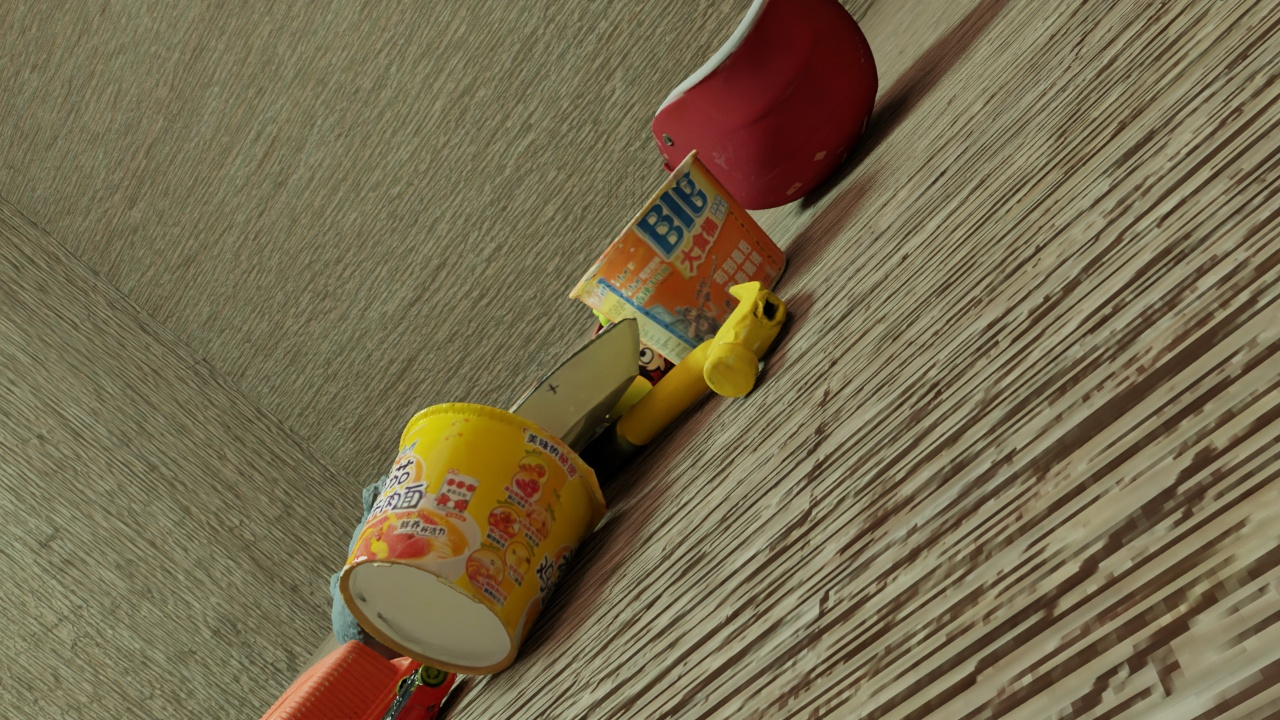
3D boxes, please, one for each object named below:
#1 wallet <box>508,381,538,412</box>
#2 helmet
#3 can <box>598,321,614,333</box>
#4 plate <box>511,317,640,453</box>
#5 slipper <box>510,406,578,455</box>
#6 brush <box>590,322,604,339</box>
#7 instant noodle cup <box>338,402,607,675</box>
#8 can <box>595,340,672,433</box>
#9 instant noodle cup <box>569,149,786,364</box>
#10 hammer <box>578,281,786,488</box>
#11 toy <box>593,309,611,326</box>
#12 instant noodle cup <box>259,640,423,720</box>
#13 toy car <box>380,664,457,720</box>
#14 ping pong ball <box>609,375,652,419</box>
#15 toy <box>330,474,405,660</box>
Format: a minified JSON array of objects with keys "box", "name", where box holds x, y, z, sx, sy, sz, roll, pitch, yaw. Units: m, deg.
[{"box":[-0.119,0.085,0.937,0.131,0.119,0.035,-49,50,7],"name":"wallet"},{"box":[0.130,-0.220,0.838,0.207,0.144,0.240,-48,-8,8],"name":"helmet"},{"box":[-0.030,0.008,0.905,0.094,0.066,0.066,-43,9,48],"name":"can"},{"box":[-0.074,0.064,0.682,0.161,0.034,0.267,-39,-8,-39],"name":"plate"},{"box":[-0.112,0.116,0.853,0.082,0.092,0.190,16,52,44],"name":"slipper"},{"box":[-0.036,0.000,1.038,0.069,0.063,0.145,-45,9,16],"name":"brush"},{"box":[-0.104,0.110,0.546,0.138,0.138,0.109,-44,16,42],"name":"instant noodle cup"},{"box":[-0.005,0.005,0.811,0.053,0.053,0.132,-43,9,48],"name":"can"},{"box":[0.034,-0.071,0.716,0.151,0.111,0.151,-49,6,7],"name":"instant noodle cup"},{"box":[-0.005,0.049,0.633,0.302,0.033,0.128,-45,7,38],"name":"hammer"},{"box":[-0.003,-0.047,1.021,0.096,0.100,0.031,-128,46,-67],"name":"toy"},{"box":[-0.239,0.282,0.677,0.165,0.079,0.188,-39,6,40],"name":"instant noodle cup"},{"box":[-0.151,0.231,0.567,0.049,0.031,0.106,-44,7,46],"name":"toy car"},{"box":[-0.008,0.031,0.727,0.040,0.040,0.040,-49,6,6],"name":"ping pong ball"},{"box":[-0.227,0.202,0.803,0.091,0.138,0.357,-18,-13,-29],"name":"toy"}]
